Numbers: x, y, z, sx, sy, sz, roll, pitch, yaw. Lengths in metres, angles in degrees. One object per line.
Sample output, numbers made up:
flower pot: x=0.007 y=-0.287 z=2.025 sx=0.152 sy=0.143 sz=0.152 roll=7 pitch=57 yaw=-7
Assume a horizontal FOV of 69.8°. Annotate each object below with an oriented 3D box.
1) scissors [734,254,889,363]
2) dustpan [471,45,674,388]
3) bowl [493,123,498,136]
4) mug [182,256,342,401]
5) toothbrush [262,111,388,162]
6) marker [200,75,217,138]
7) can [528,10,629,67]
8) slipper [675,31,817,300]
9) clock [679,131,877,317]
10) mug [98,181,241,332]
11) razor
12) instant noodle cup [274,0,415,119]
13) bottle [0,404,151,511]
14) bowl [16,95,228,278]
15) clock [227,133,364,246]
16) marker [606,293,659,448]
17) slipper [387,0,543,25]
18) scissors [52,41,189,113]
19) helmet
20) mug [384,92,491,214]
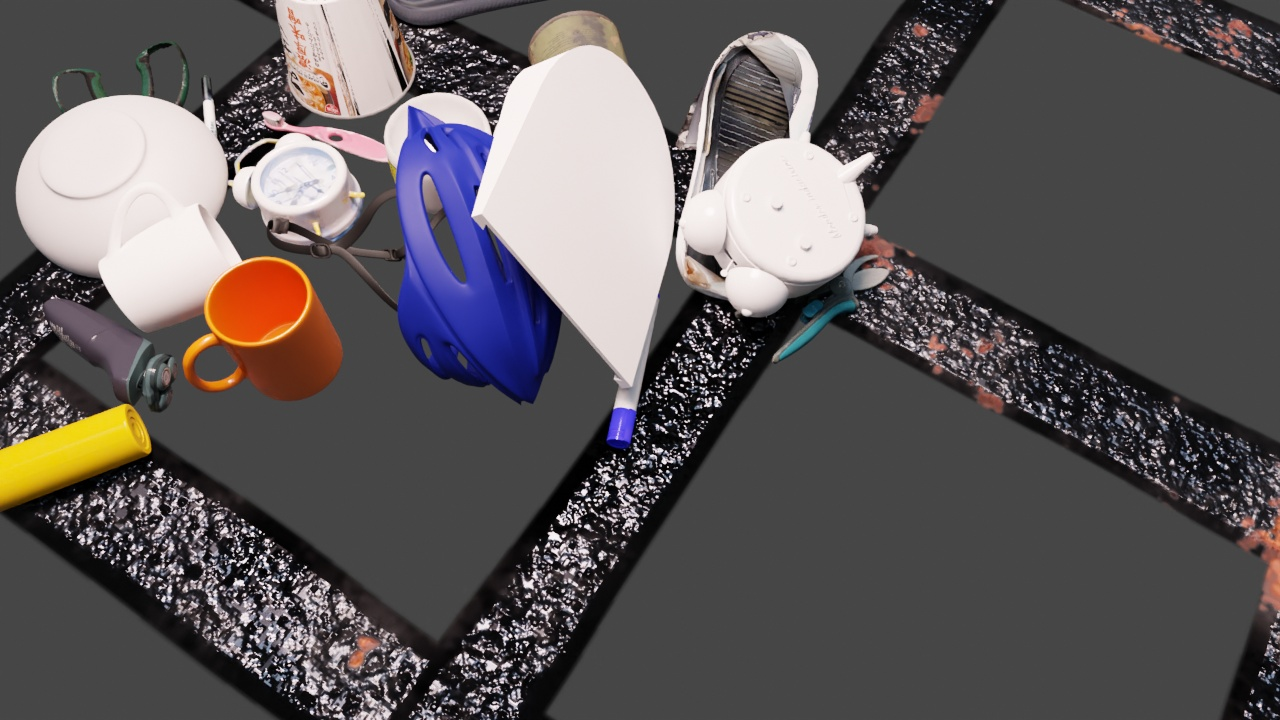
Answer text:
scissors: x=0.149 y=-0.048 z=0.794 sx=0.126 sy=0.019 sz=0.154 roll=15 pitch=62 yaw=3
dustpan: x=-0.049 y=-0.134 z=0.739 sx=0.053 sy=0.191 sz=0.257 roll=-10 pitch=47 yaw=32
bowl: x=-0.088 y=-0.169 z=0.811 sx=0.114 sy=0.051 sz=0.114 roll=23 pitch=53 yaw=-35
mug: x=-0.297 y=-0.013 z=0.712 sx=0.112 sy=0.096 sz=0.077 roll=-37 pitch=70 yaw=-19
toothbrush: x=-0.292 y=-0.209 z=0.858 sx=0.135 sy=0.016 sz=0.021 roll=17 pitch=65 yaw=7
marker: x=-0.401 y=-0.209 z=0.857 sx=0.011 sy=0.011 sz=0.152 roll=-13 pitch=64 yaw=-9
can: x=-0.054 y=-0.264 z=0.855 sx=0.090 sy=0.090 sz=0.074 roll=-11 pitch=64 yaw=-8
slipper: x=0.088 y=-0.177 z=0.830 sx=0.111 sy=0.063 sz=0.263 roll=16 pitch=74 yaw=-16
clock: x=0.120 y=-0.117 z=0.756 sx=0.160 sy=0.073 sz=0.125 roll=-35 pitch=90 yaw=-21
mug: x=-0.385 y=-0.085 z=0.740 sx=0.087 sy=0.114 sz=0.081 roll=-30 pitch=36 yaw=-10
razor: x=-0.429 y=-0.009 z=0.737 sx=0.143 sy=0.047 sz=0.052 roll=29 pitch=41 yaw=15
instant noodle cup: x=-0.282 y=-0.313 z=0.852 sx=0.123 sy=0.122 sz=0.123 roll=1 pitch=63 yaw=-2
bottle: x=-0.450 y=0.079 z=0.689 sx=0.143 sy=0.043 sz=0.043 roll=-22 pitch=66 yaw=-13
bowl: x=-0.455 y=-0.162 z=0.789 sx=0.176 sy=0.066 sz=0.176 roll=0 pitch=69 yaw=0
clock: x=-0.306 y=-0.155 z=0.812 sx=0.125 sy=0.052 sz=0.088 roll=33 pitch=67 yaw=17
marker: x=-0.004 y=0.004 z=0.758 sx=0.020 sy=0.020 sz=0.141 roll=10 pitch=63 yaw=3
slipper: x=-0.138 y=-0.428 z=0.942 sx=0.268 sy=0.083 sz=0.110 roll=-22 pitch=64 yaw=-11
scissors: x=-0.455 y=-0.228 z=0.863 sx=0.137 sy=0.015 sz=0.209 roll=-34 pitch=70 yaw=-20
helmet: x=-0.175 y=-0.073 z=0.726 sx=0.228 sy=0.147 sz=0.241 roll=-10 pitch=94 yaw=10
mug: x=-0.171 y=-0.175 z=0.817 sx=0.094 sy=0.068 sz=0.115 roll=-33 pitch=69 yaw=-18
